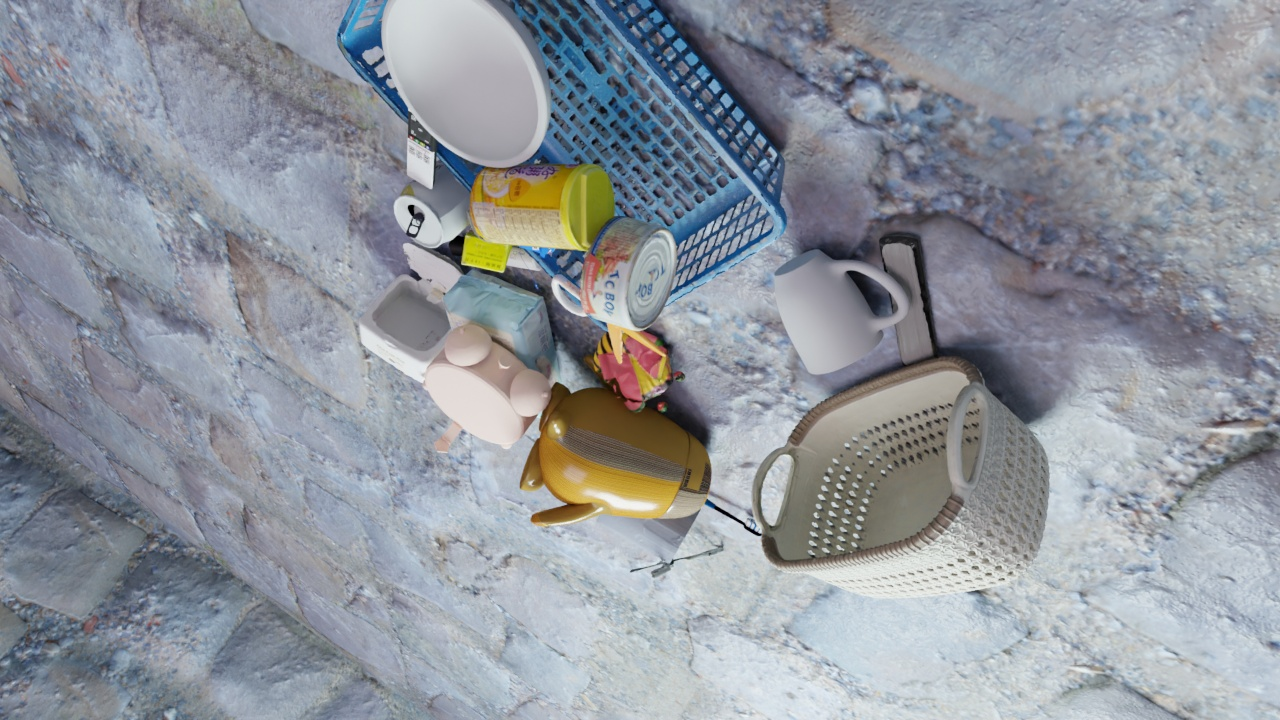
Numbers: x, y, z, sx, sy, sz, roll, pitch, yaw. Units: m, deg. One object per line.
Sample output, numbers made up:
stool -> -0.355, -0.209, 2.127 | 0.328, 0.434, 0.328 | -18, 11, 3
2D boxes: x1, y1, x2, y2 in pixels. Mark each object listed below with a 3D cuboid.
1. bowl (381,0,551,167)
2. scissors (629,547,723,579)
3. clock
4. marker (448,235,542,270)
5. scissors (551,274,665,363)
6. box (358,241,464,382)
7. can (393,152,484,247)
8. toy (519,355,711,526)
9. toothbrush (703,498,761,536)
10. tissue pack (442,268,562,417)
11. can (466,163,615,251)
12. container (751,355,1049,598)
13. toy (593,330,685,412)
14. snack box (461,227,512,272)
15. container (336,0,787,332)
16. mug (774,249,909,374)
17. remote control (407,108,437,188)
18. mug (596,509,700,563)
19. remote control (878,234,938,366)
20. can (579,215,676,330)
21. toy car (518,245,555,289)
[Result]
bowl -> -0.122, -0.221, 0.690 | 0.149, 0.043, 0.150 | 23, 142, 20
scissors -> 0.035, 0.263, 1.178 | 0.142, 0.173, 0.014 | -19, 82, 18
clock -> -0.180, 0.040, 1.027 | 0.131, 0.086, 0.161 | 38, 139, -5
marker -> -0.158, -0.118, 0.996 | 0.126, 0.025, 0.025 | 12, 137, 30
scissors -> -0.032, -0.044, 0.831 | 0.128, 0.011, 0.125 | 19, 139, 25
box -> -0.258, -0.067, 1.083 | 0.108, 0.125, 0.137 | 33, 152, 4
can -> -0.183, -0.160, 0.885 | 0.064, 0.127, 0.064 | 23, 141, 20
toy -> -0.019, 0.112, 1.036 | 0.203, 0.198, 0.163 | 19, 165, -10
toothbrush -> 0.075, 0.167, 1.114 | 0.168, 0.014, 0.014 | 28, 109, 16
tissue pack -> -0.154, -0.015, 1.068 | 0.112, 0.069, 0.182 | 20, 142, 23
can -> -0.078, -0.123, 0.732 | 0.105, 0.067, 0.068 | 8, 134, 29
container -> 0.227, 0.113, 0.800 | 0.143, 0.184, 0.247 | 31, 150, -19
toy -> -0.006, 0.006, 0.980 | 0.103, 0.046, 0.084 | 34, 115, 17
snack box -> -0.146, -0.117, 0.896 | 0.040, 0.148, 0.029 | 11, 106, -8
container -> -0.058, -0.212, 0.759 | 0.362, 0.089, 0.258 | 47, 143, -12
mug -> 0.167, -0.050, 0.767 | 0.107, 0.071, 0.089 | -21, 107, 39
remote control -> -0.187, -0.201, 0.791 | 0.028, 0.011, 0.124 | 32, 143, 9
mug -> 0.011, 0.196, 1.158 | 0.104, 0.083, 0.124 | 30, 167, 7
remote control -> 0.225, -0.046, 0.765 | 0.033, 0.013, 0.137 | 7, 136, 35
can -> -0.009, -0.068, 0.723 | 0.043, 0.086, 0.086 | 18, 139, 24
toy car -> -0.109, -0.100, 0.791 | 0.092, 0.061, 0.033 | 27, 142, 14
